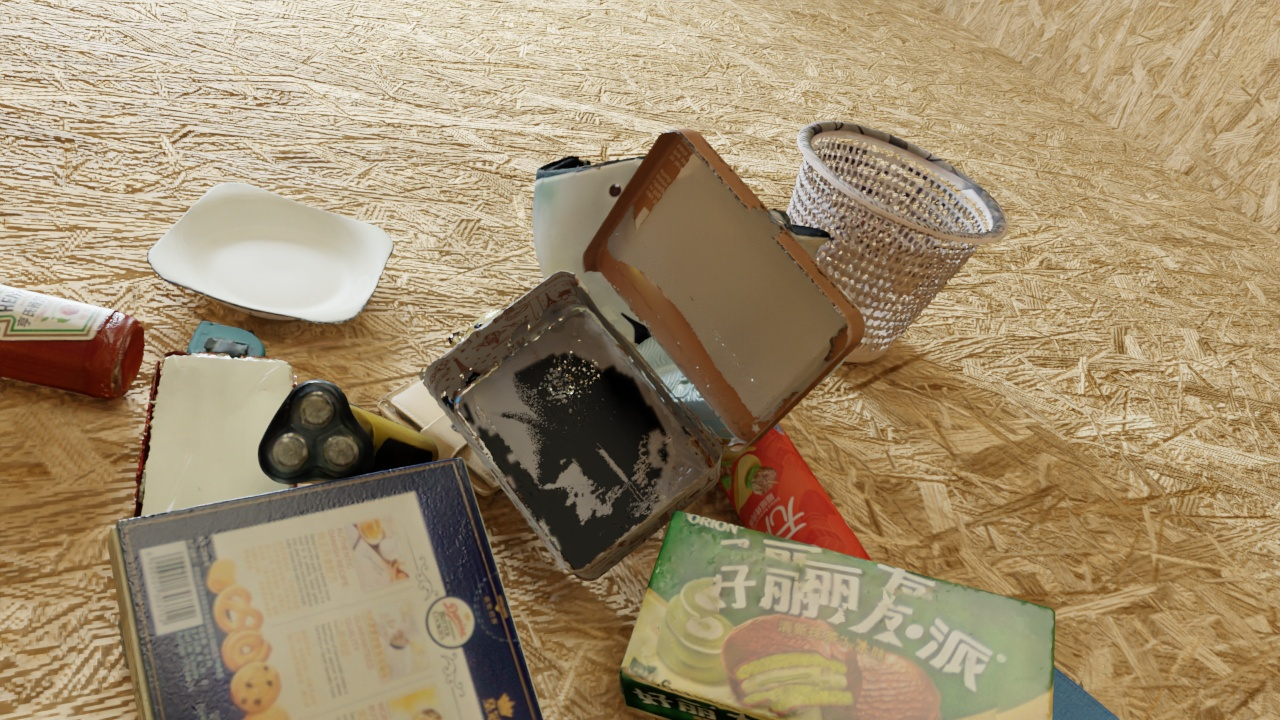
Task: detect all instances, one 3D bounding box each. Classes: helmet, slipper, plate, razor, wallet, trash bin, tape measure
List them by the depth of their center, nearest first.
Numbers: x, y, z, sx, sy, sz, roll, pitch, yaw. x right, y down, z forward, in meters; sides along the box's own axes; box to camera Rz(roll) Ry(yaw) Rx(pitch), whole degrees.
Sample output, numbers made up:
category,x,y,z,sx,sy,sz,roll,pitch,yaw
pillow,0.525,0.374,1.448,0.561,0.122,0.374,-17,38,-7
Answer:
category,x,y,z,sx,sy,sz,roll,pitch,yaw
razor,-0.170,0.055,0.574,0.067,0.062,0.167,29,-4,15
wallet,0.278,0.256,0.630,0.106,0.040,0.133,-16,42,-35
tape measure,-0.300,-0.004,0.663,0.054,0.025,0.058,11,37,-16
wallet,-0.132,0.050,0.690,0.115,0.024,0.087,37,39,15
slipper,0.064,0.014,0.701,0.074,0.246,0.103,41,56,-25
plate,-0.298,-0.080,0.757,0.164,0.034,0.163,17,35,-8
helmet,0.024,-0.083,0.832,0.273,0.157,0.230,14,7,-28
trash bin,0.233,-0.114,0.968,0.227,0.193,0.227,15,36,-11

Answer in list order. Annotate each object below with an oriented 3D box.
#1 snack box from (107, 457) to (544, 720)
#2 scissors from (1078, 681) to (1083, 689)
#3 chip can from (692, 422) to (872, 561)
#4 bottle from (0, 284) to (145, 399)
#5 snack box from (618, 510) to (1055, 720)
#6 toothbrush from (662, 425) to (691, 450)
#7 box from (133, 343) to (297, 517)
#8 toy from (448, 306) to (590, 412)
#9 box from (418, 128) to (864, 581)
category,x,y,z,sx,sy,sz,roll,pitch,yaw
snack box,-0.152,0.152,0.465,0.182,0.046,0.177,-7,69,-38
scissors,0.307,0.287,0.637,0.135,0.014,0.174,6,38,-26
chip can,0.113,0.118,0.699,0.073,0.073,0.216,1,39,-29
bottle,-0.432,-0.024,0.583,0.206,0.060,0.059,14,36,-14
snack box,0.116,0.179,0.549,0.240,0.063,0.114,13,52,13
toothbrush,0.022,0.067,0.764,0.014,0.016,0.189,44,39,20
box,-0.249,0.067,0.550,0.091,0.080,0.168,5,40,-25
toy,-0.082,0.008,0.725,0.157,0.066,0.105,29,17,31
box,-0.002,0.004,0.605,0.179,0.274,0.126,51,17,16
